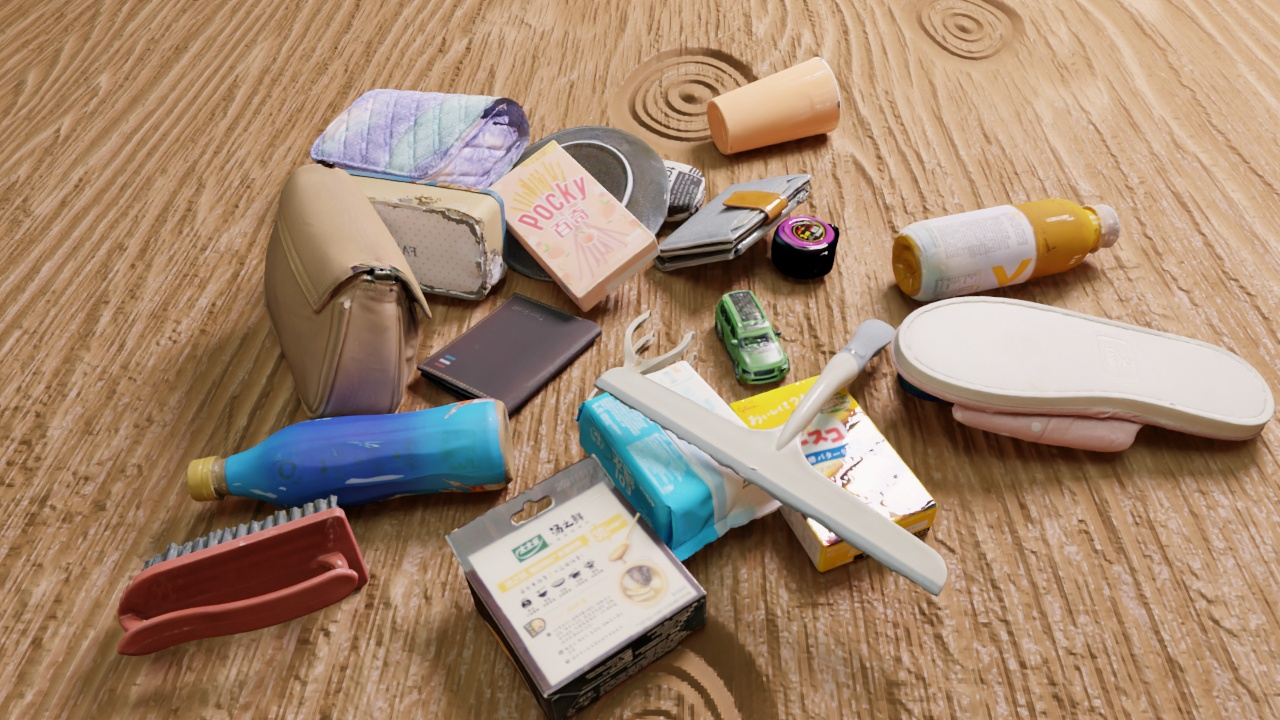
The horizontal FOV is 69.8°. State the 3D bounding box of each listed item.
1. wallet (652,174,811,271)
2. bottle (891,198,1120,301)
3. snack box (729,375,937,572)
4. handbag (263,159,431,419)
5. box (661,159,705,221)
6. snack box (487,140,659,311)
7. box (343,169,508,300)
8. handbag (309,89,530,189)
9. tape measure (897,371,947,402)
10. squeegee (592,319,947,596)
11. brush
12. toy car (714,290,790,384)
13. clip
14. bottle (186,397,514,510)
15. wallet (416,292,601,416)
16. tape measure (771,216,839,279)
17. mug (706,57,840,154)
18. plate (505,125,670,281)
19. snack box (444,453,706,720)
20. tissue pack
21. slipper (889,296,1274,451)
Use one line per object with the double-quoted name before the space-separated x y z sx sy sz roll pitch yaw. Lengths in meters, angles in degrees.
"wallet" 0.083 -0.130 0.822 0.107 0.037 0.129 -3 32 49
"bottle" 0.311 -0.098 0.778 0.189 0.068 0.068 -11 45 -8
"snack box" 0.130 0.073 0.641 0.086 0.034 0.140 -16 44 -14
"handbag" -0.230 -0.051 0.714 0.099 0.148 0.204 -2 40 -36
"box" -0.018 -0.172 0.886 0.164 0.057 0.070 8 70 12
"snack box" -0.063 -0.121 0.804 0.084 0.026 0.157 -39 62 -7
"box" -0.210 -0.112 0.808 0.184 0.090 0.059 13 35 14
"handbag" -0.217 -0.207 0.896 0.194 0.075 0.134 16 60 33
"tape measure" 0.228 0.006 0.708 0.058 0.025 0.054 23 49 25
"squeegee" 0.138 0.013 0.643 0.246 0.039 0.245 31 38 19
"brush" -0.250 0.140 0.574 0.145 0.063 0.069 -16 32 -10
"toy car" 0.088 -0.019 0.737 0.043 0.036 0.091 -11 48 -10
"clip" -0.008 0.000 0.725 0.103 0.035 0.092 -27 52 -12
"bottle" -0.200 0.070 0.640 0.218 0.065 0.065 -6 44 -4
"wallet" -0.106 -0.007 0.749 0.096 0.020 0.122 26 49 27
"tape measure" 0.145 -0.098 0.811 0.058 0.039 0.056 11 46 8
"mug" 0.136 -0.260 0.956 0.122 0.078 0.078 -18 46 -8
"plate" -0.061 -0.153 0.849 0.179 0.024 0.179 -5 63 10
"snack box" -0.040 0.137 0.570 0.113 0.053 0.125 -27 48 -22
"tissue pack" 0.023 0.067 0.630 0.089 0.063 0.140 -23 49 -24
"slipper" 0.315 0.016 0.670 0.274 0.055 0.114 7 47 -1
